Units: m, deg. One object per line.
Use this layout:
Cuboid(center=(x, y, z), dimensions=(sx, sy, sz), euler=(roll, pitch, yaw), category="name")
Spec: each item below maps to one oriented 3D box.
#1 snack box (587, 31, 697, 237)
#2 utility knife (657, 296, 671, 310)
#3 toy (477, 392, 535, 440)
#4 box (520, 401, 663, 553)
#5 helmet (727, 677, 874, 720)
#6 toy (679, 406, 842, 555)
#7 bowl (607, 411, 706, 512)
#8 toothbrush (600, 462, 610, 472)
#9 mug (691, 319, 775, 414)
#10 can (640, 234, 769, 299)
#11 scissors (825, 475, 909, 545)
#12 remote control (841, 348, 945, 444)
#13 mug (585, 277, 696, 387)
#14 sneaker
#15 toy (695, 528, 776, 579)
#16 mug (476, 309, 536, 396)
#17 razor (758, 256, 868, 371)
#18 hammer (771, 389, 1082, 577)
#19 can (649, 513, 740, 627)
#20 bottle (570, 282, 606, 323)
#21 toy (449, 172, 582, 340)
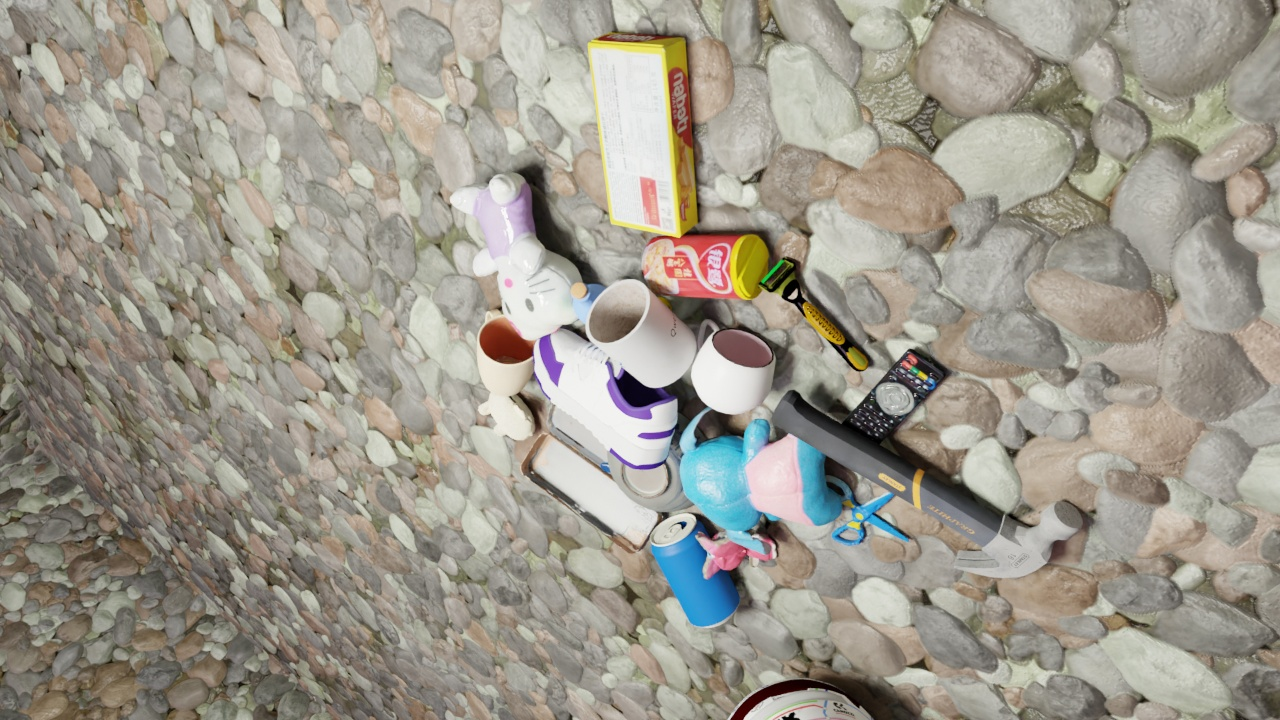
Cuboid(center=(0.004, -0.231, 0.948), dimensions=(0.092, 0.042, 0.201), euler=(16, 130, 31), category="snack box")
Cuboid(center=(-0.007, 0.007, 1.154), dimensions=(0.029, 0.020, 0.234), euler=(43, 138, 17), category="utility knife")
Cuboid(center=(-0.188, 0.077, 1.335), dimensions=(0.113, 0.050, 0.087), euler=(-26, 103, 44), category="toy")
Cuboid(center=(-0.057, 0.158, 1.289), dimensions=(0.216, 0.071, 0.157), euler=(33, 123, 16), category="box")
Cuboid(center=(0.215, 0.547, 1.222), dimensions=(0.314, 0.231, 0.236), euler=(56, 172, -15), category="helmet")
Cuboid(center=(0.142, 0.151, 1.089), dimensions=(0.192, 0.098, 0.224), euler=(-7, 115, 33), category="toy")
Cuboid(center=(0.015, 0.135, 1.172), dimensions=(0.151, 0.056, 0.151), euler=(8, 110, 22), category="bowl")
Cuboid(center=(0.007, 0.162, 1.229), dimensions=(0.132, 0.016, 0.021), euler=(20, 108, 16), category="toothbrush")
Cuboid(center=(0.095, 0.005, 1.029), dimensions=(0.124, 0.090, 0.076), euler=(56, 141, 41), category="mug")
Cuboid(center=(0.068, -0.100, 0.975), dimensions=(0.125, 0.066, 0.067), euler=(6, 124, 37), category="can")
Cuboid(center=(0.254, 0.175, 1.074), dimensions=(0.130, 0.014, 0.126), euler=(42, 139, 2), category="scissors")
Cuboid(center=(0.260, 0.043, 0.959), dimensions=(0.045, 0.021, 0.141), euler=(35, 135, 5), category="remote control")
Cuboid(center=(-0.002, -0.042, 1.021), dimensions=(0.083, 0.119, 0.096), euler=(-32, 137, 18), category="mug")
Cuboid(center=(-0.043, 0.017, 1.120), dimensions=(0.244, 0.091, 0.111), euler=(43, 131, 29), category="sneaker")
Cuboid(center=(0.126, 0.245, 1.207), dimensions=(0.102, 0.050, 0.065), euler=(-7, 113, 3), category="toy")
Cuboid(center=(-0.187, -0.014, 1.251), dimensions=(0.111, 0.085, 0.105), euler=(63, 156, 25), category="mug")
Cuboid(center=(0.185, -0.041, 0.950), dimensions=(0.144, 0.044, 0.021), euler=(45, 165, -4), category="razor")
Cuboid(center=(0.283, 0.123, 0.968), dimensions=(0.312, 0.035, 0.140), euler=(31, 137, 8), category="hammer")
Cuboid(center=(0.075, 0.289, 1.256), dimensions=(0.079, 0.078, 0.146), euler=(-10, 114, 44), category="can")
Cuboid(center=(-0.051, -0.062, 1.064), dimensions=(0.048, 0.048, 0.131), euler=(29, 176, 20), category="bottle")
Cuboid(center=(-0.144, -0.126, 1.120), dimensions=(0.138, 0.085, 0.209), euler=(-6, 115, 45), category="toy")
